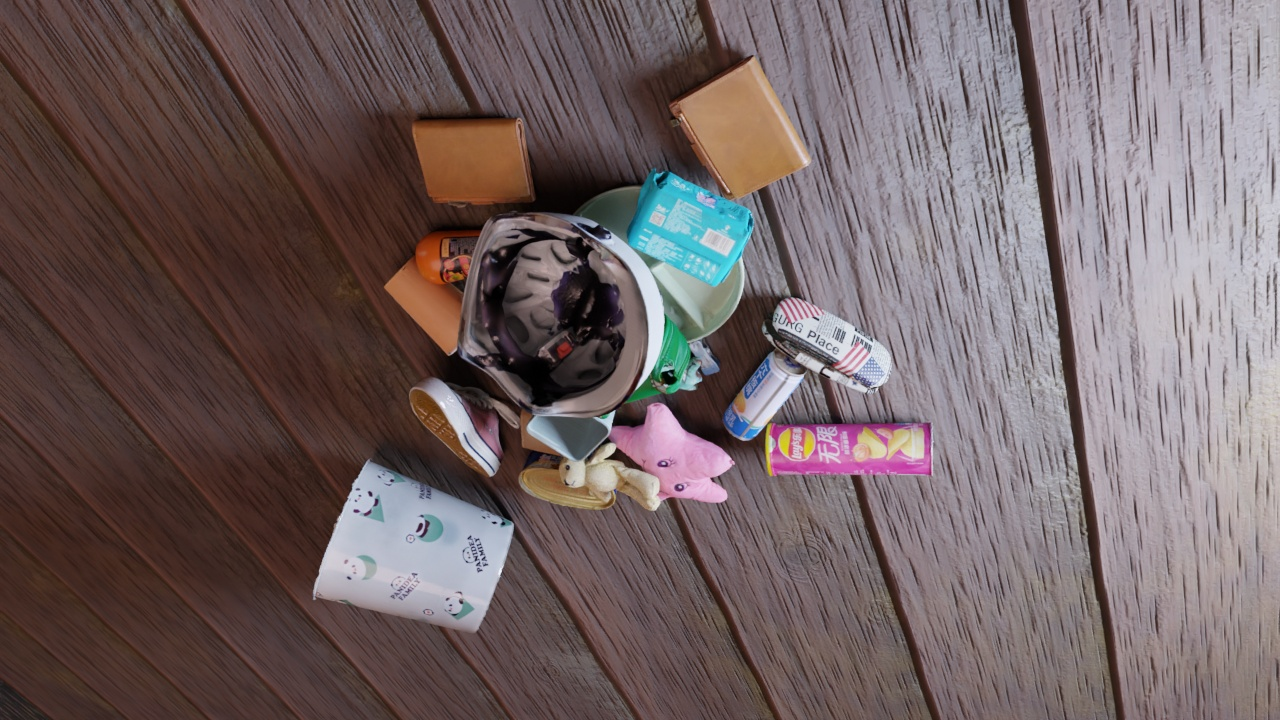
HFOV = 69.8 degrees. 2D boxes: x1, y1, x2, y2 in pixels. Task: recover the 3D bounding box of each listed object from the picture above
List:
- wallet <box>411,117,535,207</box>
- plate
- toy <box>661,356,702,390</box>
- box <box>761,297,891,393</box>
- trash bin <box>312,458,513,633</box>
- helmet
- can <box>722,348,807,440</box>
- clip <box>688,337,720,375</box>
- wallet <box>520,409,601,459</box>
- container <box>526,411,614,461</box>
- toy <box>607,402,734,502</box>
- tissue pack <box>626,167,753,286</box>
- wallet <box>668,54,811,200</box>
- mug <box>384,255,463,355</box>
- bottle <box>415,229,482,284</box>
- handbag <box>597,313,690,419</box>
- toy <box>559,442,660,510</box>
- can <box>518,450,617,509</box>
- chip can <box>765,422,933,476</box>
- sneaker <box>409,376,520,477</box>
[{"bbox_3d":[-0.194,-0.231,1.075,0.132,0.031,0.108,2,126,15],"label":"wallet"},{"bbox_3d":[0.013,-0.114,1.116,0.230,0.027,0.231,8,130,9],"label":"plate"},{"bbox_3d":[0.042,0.011,1.206,0.092,0.030,0.097,23,149,-8],"label":"toy"},{"bbox_3d":[0.231,-0.021,1.108,0.163,0.075,0.082,30,119,-7],"label":"box"},{"bbox_3d":[-0.348,0.302,1.439,0.252,0.229,0.230,21,131,-8],"label":"trash bin"},{"bbox_3d":[-0.073,-0.056,1.055,0.259,0.145,0.229,22,111,22],"label":"helmet"},{"bbox_3d":[0.160,0.043,1.186,0.053,0.053,0.135,27,130,-7],"label":"can"},{"bbox_3d":[0.082,-0.007,1.190,0.026,0.038,0.058,-15,121,28],"label":"clip"},{"bbox_3d":[-0.115,0.107,1.323,0.115,0.033,0.090,10,139,6],"label":"wallet"},{"bbox_3d":[-0.084,0.057,1.227,0.090,0.111,0.090,34,128,-13],"label":"container"},{"bbox_3d":[0.049,0.133,1.273,0.179,0.074,0.195,-6,128,35],"label":"toy"},{"bbox_3d":[0.054,-0.148,1.025,0.133,0.050,0.093,25,132,-5],"label":"tissue pack"},{"bbox_3d":[0.100,-0.240,0.983,0.119,0.035,0.131,-21,119,29],"label":"wallet"},{"bbox_3d":[-0.270,-0.075,1.200,0.123,0.078,0.078,43,127,-14],"label":"mug"},{"bbox_3d":[-0.201,-0.135,1.141,0.150,0.066,0.067,-7,126,12],"label":"bottle"},{"bbox_3d":[-0.007,0.007,1.126,0.132,0.120,0.068,-20,128,27],"label":"handbag"},{"bbox_3d":[-0.043,0.167,1.280,0.157,0.066,0.105,16,132,20],"label":"toy"},{"bbox_3d":[-0.105,0.176,1.372,0.148,0.049,0.075,10,131,8],"label":"can"},{"bbox_3d":[0.274,0.116,1.204,0.211,0.071,0.071,-2,128,16],"label":"chip can"},{"bbox_3d":[-0.246,0.079,1.310,0.118,0.087,0.241,22,156,27],"label":"sneaker"}]
